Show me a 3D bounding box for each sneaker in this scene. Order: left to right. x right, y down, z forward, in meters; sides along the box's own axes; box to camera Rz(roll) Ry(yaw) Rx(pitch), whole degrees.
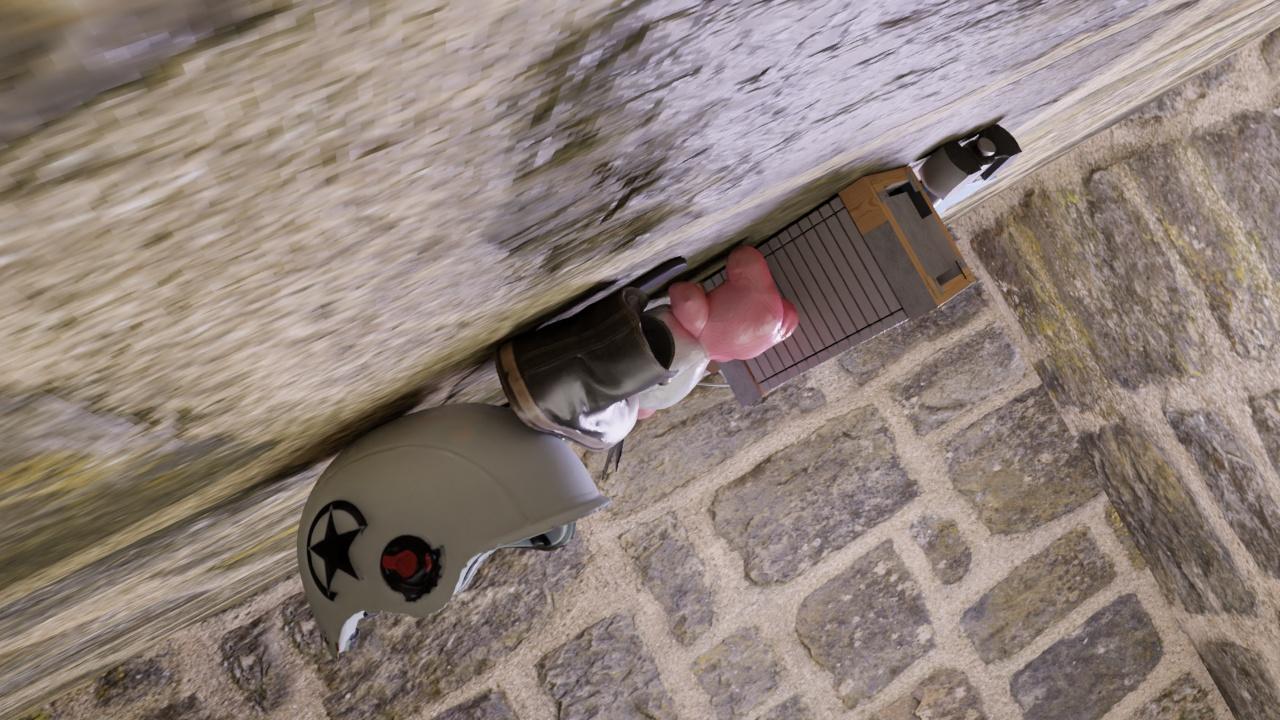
[{"bbox_3d":[-0.020,0.009,0.778,0.120,0.095,0.234,-25,159,11],"label":"sneaker"}]

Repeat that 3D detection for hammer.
[{"bbox_3d":[0.308,-0.152,1.115,0.155,0.043,0.323,-26,164,-38],"label":"hammer"}]

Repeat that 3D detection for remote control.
[{"bbox_3d":[-0.014,-0.052,0.776,0.125,0.009,0.046,-30,176,17],"label":"remote control"}]

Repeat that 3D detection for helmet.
[{"bbox_3d":[-0.166,0.120,0.778,0.265,0.163,0.236,-28,174,23],"label":"helmet"}]

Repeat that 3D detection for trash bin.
[{"bbox_3d":[0.200,-0.079,0.995,0.248,0.142,0.142,-31,176,37],"label":"trash bin"}]

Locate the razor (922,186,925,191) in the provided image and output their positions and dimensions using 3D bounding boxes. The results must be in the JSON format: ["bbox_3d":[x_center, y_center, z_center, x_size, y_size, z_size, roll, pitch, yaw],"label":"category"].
[{"bbox_3d":[0.308,-0.185,1.173,0.142,0.047,0.052,-31,-159,-11],"label":"razor"}]

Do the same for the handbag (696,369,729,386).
[{"bbox_3d":[0.113,-0.024,1.377,0.215,0.095,0.223,29,141,-36],"label":"handbag"}]

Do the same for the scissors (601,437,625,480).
[{"bbox_3d":[-0.022,0.049,1.150,0.162,0.016,0.225,-18,-133,57],"label":"scissors"}]

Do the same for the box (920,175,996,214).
[{"bbox_3d":[0.408,-0.225,1.309,0.093,0.048,0.232,-27,176,-15],"label":"box"}]

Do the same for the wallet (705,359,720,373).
[{"bbox_3d":[0.090,-0.027,1.276,0.088,0.121,0.013,-31,-142,36],"label":"wallet"}]

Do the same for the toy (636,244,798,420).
[{"bbox_3d":[0.048,-0.020,0.916,0.213,0.084,0.142,-25,141,15],"label":"toy"}]

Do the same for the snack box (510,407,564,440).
[{"bbox_3d":[-0.142,0.088,1.278,0.053,0.075,0.175,-24,175,-42],"label":"snack box"}]
